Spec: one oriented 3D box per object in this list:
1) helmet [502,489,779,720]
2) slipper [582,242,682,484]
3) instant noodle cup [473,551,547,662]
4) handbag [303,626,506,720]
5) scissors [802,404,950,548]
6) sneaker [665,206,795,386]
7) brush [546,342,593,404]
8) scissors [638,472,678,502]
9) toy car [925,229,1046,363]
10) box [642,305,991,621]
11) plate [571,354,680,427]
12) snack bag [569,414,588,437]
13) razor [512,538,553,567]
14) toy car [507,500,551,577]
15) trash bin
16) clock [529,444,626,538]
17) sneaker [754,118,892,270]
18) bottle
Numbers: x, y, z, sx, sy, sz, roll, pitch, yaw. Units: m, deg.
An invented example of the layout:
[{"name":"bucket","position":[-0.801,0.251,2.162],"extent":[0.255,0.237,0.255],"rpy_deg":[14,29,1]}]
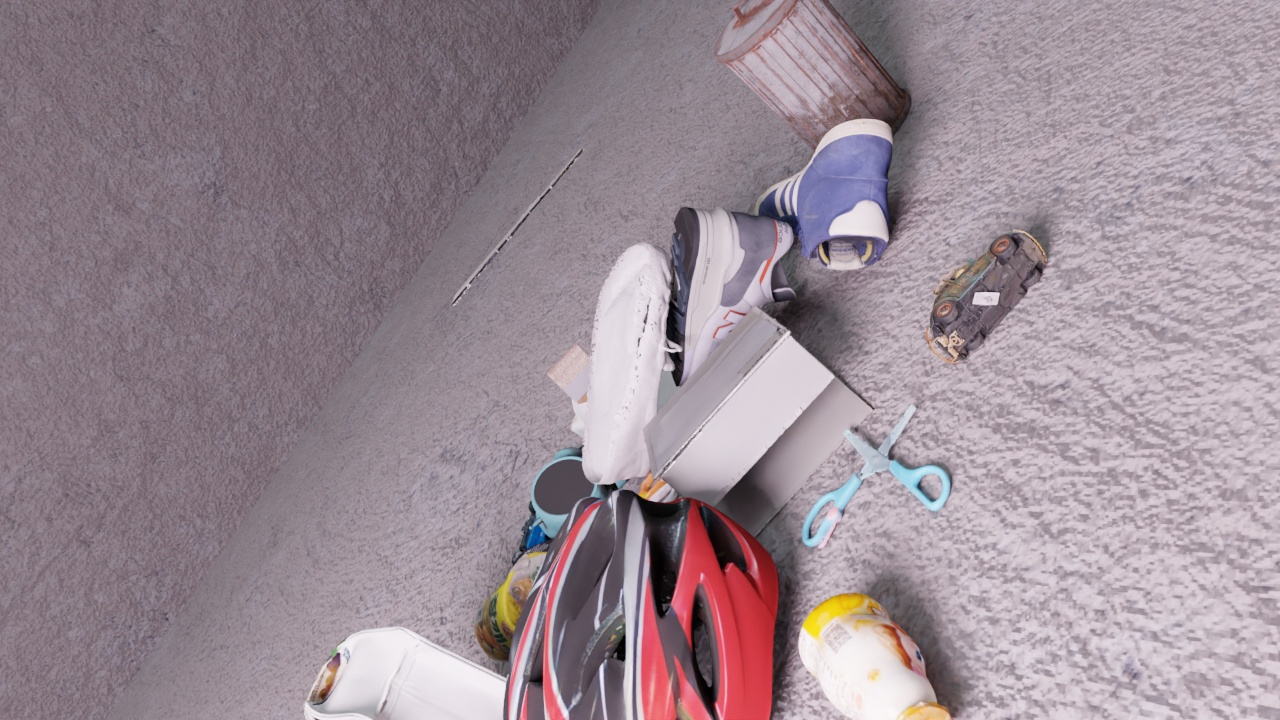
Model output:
[{"name":"helmet","position":[-0.008,0.227,0.669],"extent":[0.218,0.167,0.271],"rpy_deg":[-26,46,51]},{"name":"slipper","position":[-0.005,0.005,0.922],"extent":[0.112,0.074,0.247],"rpy_deg":[17,104,46]},{"name":"instant noodle cup","position":[-0.109,0.246,0.885],"extent":[0.108,0.102,0.102],"rpy_deg":[-39,25,46]},{"name":"handbag","position":[-0.165,0.306,0.761],"extent":[0.142,0.198,0.096],"rpy_deg":[-25,36,47]},{"name":"scissors","position":[0.175,0.093,0.685],"extent":[0.135,0.015,0.135],"rpy_deg":[-59,27,2]},{"name":"sneaker","position":[0.094,-0.062,0.938],"extent":[0.240,0.124,0.088],"rpy_deg":[93,165,-52]},{"name":"brush","position":[-0.037,0.047,0.974],"extent":[0.045,0.143,0.008],"rpy_deg":[-46,23,-10]},{"name":"scissors","position":[-0.007,0.159,0.922],"extent":[0.130,0.013,0.070],"rpy_deg":[-47,22,7]},{"name":"toy car","position":[0.256,-0.052,0.704],"extent":[0.112,0.047,0.047],"rpy_deg":[-49,28,5]},{"name":"box","position":[0.189,0.129,0.872],"extent":[0.169,0.403,0.171],"rpy_deg":[-49,23,7]},{"name":"plate","position":[-0.015,0.030,1.061],"extent":[0.135,0.011,0.134],"rpy_deg":[-12,51,15]},{"name":"snack bag","position":[-0.012,-0.004,1.136],"extent":[0.078,0.041,0.224],"rpy_deg":[-15,40,53]},{"name":"razor","position":[-0.069,0.189,0.911],"extent":[0.143,0.052,0.047],"rpy_deg":[-20,25,25]},{"name":"toy car","position":[-0.114,0.205,0.998],"extent":[0.056,0.043,0.120],"rpy_deg":[108,175,-46]},{"name":"trash bin","position":[0.188,-0.328,1.026],"extent":[0.131,0.211,0.130],"rpy_deg":[-40,25,24]},{"name":"clock","position":[-0.066,0.134,0.980],"extent":[0.090,0.053,0.124],"rpy_deg":[11,57,24]},{"name":"sneaker","position":[0.186,-0.131,0.926],"extent":[0.234,0.091,0.118],"rpy_deg":[139,134,-67]},{"name":"bottle","position":[0.140,0.187,0.547],"extent":[0.063,0.063,0.108],"rpy_deg":[-49,24,4]}]
